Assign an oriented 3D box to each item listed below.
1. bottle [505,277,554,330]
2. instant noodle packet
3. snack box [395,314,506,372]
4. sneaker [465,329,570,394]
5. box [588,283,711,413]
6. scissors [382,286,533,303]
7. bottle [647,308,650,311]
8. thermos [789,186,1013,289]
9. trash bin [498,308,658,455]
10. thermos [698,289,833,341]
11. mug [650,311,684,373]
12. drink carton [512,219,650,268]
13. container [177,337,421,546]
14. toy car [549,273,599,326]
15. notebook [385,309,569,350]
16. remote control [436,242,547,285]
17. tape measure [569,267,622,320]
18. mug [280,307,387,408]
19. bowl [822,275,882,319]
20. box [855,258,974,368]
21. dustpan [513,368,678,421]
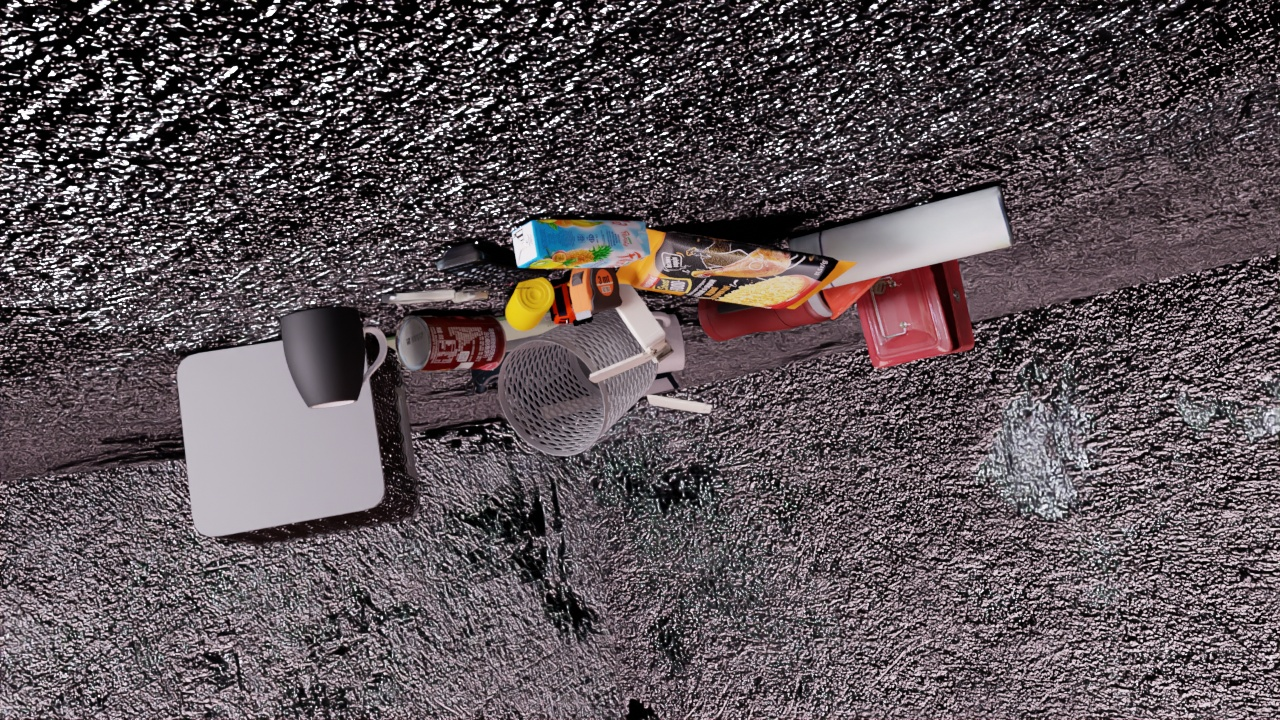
[{"bbox_3d":[-0.131,-0.062,1.063,0.043,0.043,0.144,-9,174,-15],"label":"bottle"},{"bbox_3d":[0.092,-0.093,0.975,0.220,0.032,0.160,7,165,-12],"label":"instant noodle packet"},{"bbox_3d":[-0.235,-0.021,1.141,0.072,0.072,0.121,-15,173,39],"label":"snack box"},{"bbox_3d":[-0.160,0.004,1.439,0.235,0.087,0.089,-9,174,-9],"label":"sneaker"},{"bbox_3d":[-0.007,0.007,1.108,0.105,0.187,0.143,-35,168,2],"label":"box"},{"bbox_3d":[-0.189,-0.069,0.960,0.171,0.012,0.157,-3,-178,1],"label":"scissors"},{"bbox_3d":[-0.034,-0.042,1.370,0.105,0.056,0.056,-10,174,-4],"label":"bottle"},{"bbox_3d":[0.281,-0.130,1.007,0.230,0.068,0.067,-11,174,22],"label":"thermos"},{"bbox_3d":[-0.075,0.019,1.234,0.157,0.156,0.182,-13,-167,31],"label":"trash bin"},{"bbox_3d":[0.166,-0.079,1.221,0.107,0.084,0.199,-6,175,-44],"label":"thermos"},{"bbox_3d":[0.016,-0.033,1.455,0.090,0.091,0.121,-9,142,-8],"label":"mug"},{"bbox_3d":[-0.049,-0.104,0.814,0.128,0.038,0.044,-6,173,-38],"label":"drink carton"},{"bbox_3d":[-0.439,0.105,1.201,0.245,0.247,0.244,-9,171,-8],"label":"container"},{"bbox_3d":[-0.079,-0.068,1.054,0.048,0.051,0.100,-10,175,-10],"label":"toy car"},{"bbox_3d":[-0.222,-0.039,1.300,0.252,0.010,0.182,-10,174,-2],"label":"notebook"},{"bbox_3d":[-0.139,-0.092,0.877,0.047,0.022,0.150,-12,176,17],"label":"remote control"},{"bbox_3d":[-0.053,-0.077,0.977,0.038,0.059,0.058,-13,-176,36],"label":"tape measure"},{"bbox_3d":[-0.333,-0.001,1.019,0.085,0.100,0.118,-15,173,41],"label":"mug"},{"bbox_3d":[0.264,-0.110,1.106,0.130,0.045,0.130,-44,176,-4],"label":"bowl"},{"bbox_3d":[0.367,-0.076,1.245,0.129,0.157,0.087,-13,180,40],"label":"box"},{"bbox_3d":[-0.095,0.027,1.553,0.236,0.080,0.273,-13,-143,-17],"label":"dustpan"}]
